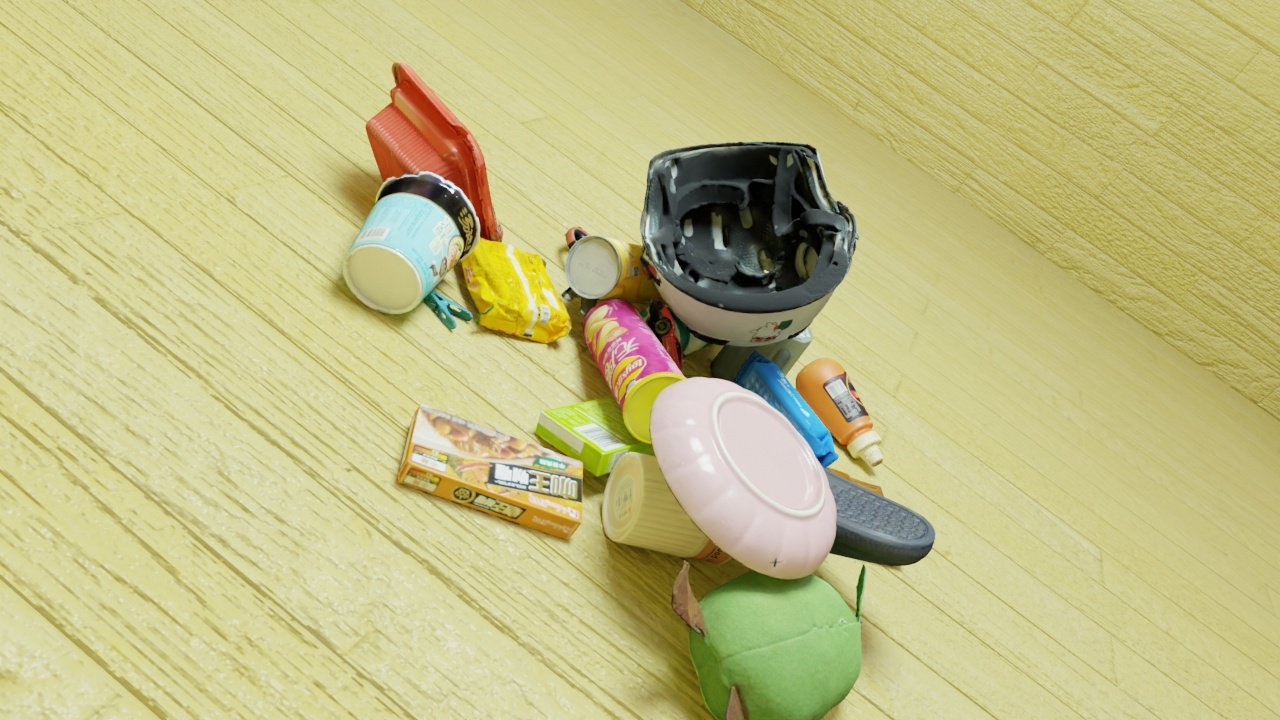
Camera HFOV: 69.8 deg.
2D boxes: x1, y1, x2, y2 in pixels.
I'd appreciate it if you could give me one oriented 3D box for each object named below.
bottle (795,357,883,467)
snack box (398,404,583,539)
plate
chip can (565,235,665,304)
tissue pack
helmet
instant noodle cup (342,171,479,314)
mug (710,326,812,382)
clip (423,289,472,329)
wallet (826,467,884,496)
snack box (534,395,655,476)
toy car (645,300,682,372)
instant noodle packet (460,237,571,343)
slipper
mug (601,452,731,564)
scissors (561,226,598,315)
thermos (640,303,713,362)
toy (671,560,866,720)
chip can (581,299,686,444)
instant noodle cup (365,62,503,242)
[{"bbox_3d":[0.253,0.068,1.140,0.066,0.067,0.149,-1,52,-45],"label":"bottle"},{"bbox_3d":[-0.122,0.093,0.767,0.153,0.026,0.075,23,32,-19],"label":"snack box"},{"bbox_3d":[0.094,0.085,0.751,0.192,0.039,0.192,30,34,-23],"label":"plate"},{"bbox_3d":[-0.006,-0.102,1.073,0.072,0.072,0.213,45,18,19],"label":"chip can"},{"bbox_3d":[0.142,0.073,0.984,0.052,0.095,0.157,9,38,-46],"label":"tissue pack"},{"bbox_3d":[0.109,-0.113,1.009,0.230,0.157,0.273,-8,54,-5],"label":"helmet"},{"bbox_3d":[-0.227,-0.107,0.891,0.111,0.111,0.120,28,39,-10],"label":"instant noodle cup"},{"bbox_3d":[0.144,0.000,1.085,0.083,0.104,0.123,27,29,-11],"label":"mug"},{"bbox_3d":[-0.197,-0.053,0.920,0.054,0.013,0.032,37,29,6],"label":"clip"},{"bbox_3d":[0.221,0.160,1.003,0.130,0.035,0.118,20,38,-24],"label":"wallet"},{"bbox_3d":[-0.017,0.066,0.884,0.086,0.026,0.156,29,24,32],"label":"snack box"},{"bbox_3d":[0.027,-0.013,0.991,0.031,0.106,0.049,-10,11,-13],"label":"toy car"},{"bbox_3d":[-0.137,-0.074,0.980,0.110,0.044,0.128,12,39,-36],"label":"instant noodle packet"},{"bbox_3d":[0.142,0.147,0.876,0.268,0.083,0.110,21,21,34],"label":"slipper"},{"bbox_3d":[0.036,0.116,0.799,0.105,0.115,0.081,16,23,-24],"label":"mug"},{"bbox_3d":[-0.064,-0.108,1.090,0.201,0.015,0.206,15,38,-54],"label":"scissors"},{"bbox_3d":[0.071,-0.045,1.118,0.073,0.073,0.223,44,32,17],"label":"thermos"},{"bbox_3d":[0.105,0.228,0.725,0.246,0.090,0.226,8,60,-49],"label":"toy"},{"bbox_3d":[-0.005,0.005,0.911,0.071,0.071,0.210,20,16,-22],"label":"chip can"},{"bbox_3d":[-0.226,-0.205,0.988,0.079,0.189,0.164,-34,65,-20],"label":"instant noodle cup"}]
